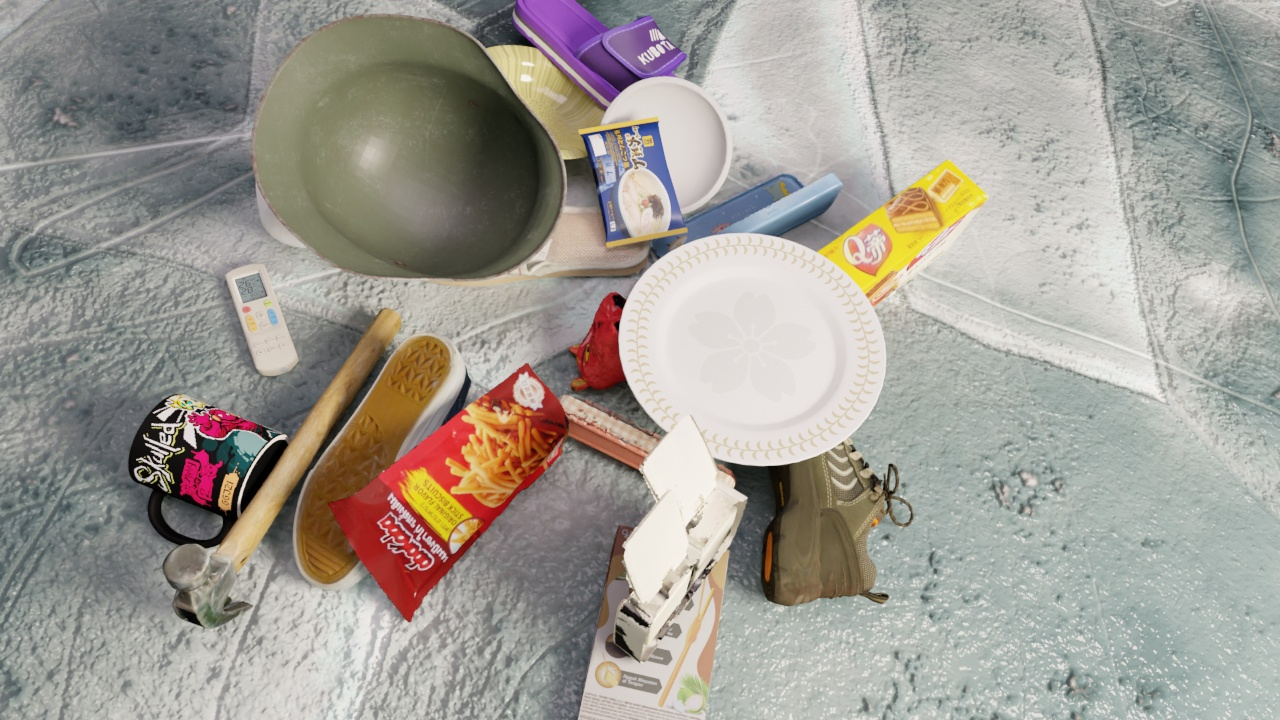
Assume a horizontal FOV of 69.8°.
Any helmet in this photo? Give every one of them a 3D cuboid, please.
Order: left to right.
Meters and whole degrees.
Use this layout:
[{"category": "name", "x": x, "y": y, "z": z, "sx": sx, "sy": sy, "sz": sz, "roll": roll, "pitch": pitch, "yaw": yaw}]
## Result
[{"category": "helmet", "x": -0.194, "y": -0.170, "z": 0.846, "sx": 0.268, "sy": 0.154, "sz": 0.227, "roll": 24, "pitch": 87, "yaw": 2}]

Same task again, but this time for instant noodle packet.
[{"category": "instant noodle packet", "x": -0.008, "y": -0.189, "z": 0.966, "sx": 0.087, "sy": 0.026, "sz": 0.134, "roll": -12, "pitch": 79, "yaw": -9}]

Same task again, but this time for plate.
[{"category": "plate", "x": -0.118, "y": -0.280, "z": 1.036, "sx": 0.184, "sy": 0.036, "sz": 0.184, "roll": 12, "pitch": 51, "yaw": -15}, {"category": "plate", "x": 0.101, "y": -0.014, "z": 0.837, "sx": 0.242, "sy": 0.016, "sz": 0.242, "roll": 1, "pitch": 61, "yaw": -2}]

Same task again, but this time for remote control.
[{"category": "remote control", "x": -0.366, "y": -0.041, "z": 0.886, "sx": 0.038, "sy": 0.018, "sz": 0.125, "roll": -20, "pitch": 65, "yaw": -19}]

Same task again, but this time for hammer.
[{"category": "hammer", "x": -0.291, "y": 0.077, "z": 0.791, "sx": 0.033, "sy": 0.132, "sz": 0.329, "roll": 19, "pitch": 50, "yaw": 3}]

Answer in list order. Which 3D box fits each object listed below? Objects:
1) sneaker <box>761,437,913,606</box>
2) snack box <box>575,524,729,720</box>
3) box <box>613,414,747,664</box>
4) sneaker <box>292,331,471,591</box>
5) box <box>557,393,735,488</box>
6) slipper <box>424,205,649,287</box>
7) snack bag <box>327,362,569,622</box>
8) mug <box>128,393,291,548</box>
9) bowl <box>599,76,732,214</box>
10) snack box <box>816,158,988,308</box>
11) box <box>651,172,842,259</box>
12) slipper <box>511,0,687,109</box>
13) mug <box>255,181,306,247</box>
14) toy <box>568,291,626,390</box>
[{"category": "sneaker", "x": 0.192, "y": 0.110, "z": 0.839, "sx": 0.143, "sy": 0.101, "sz": 0.237, "roll": 7, "pitch": 65, "yaw": 0}, {"category": "snack box", "x": 0.011, "y": 0.242, "z": 0.778, "sx": 0.101, "sy": 0.032, "sz": 0.185, "roll": 13, "pitch": 60, "yaw": -1}, {"category": "box", "x": 0.026, "y": 0.142, "z": 0.715, "sx": 0.058, "sy": 0.188, "sz": 0.144, "roll": 27, "pitch": 56, "yaw": 25}, {"category": "sneaker", "x": -0.222, "y": 0.089, "z": 0.808, "sx": 0.087, "sy": 0.079, "sz": 0.235, "roll": 22, "pitch": 77, "yaw": 16}, {"category": "box", "x": 0.004, "y": 0.079, "z": 0.856, "sx": 0.187, "sy": 0.057, "sz": 0.070, "roll": 26, "pitch": 28, "yaw": 4}, {"category": "slipper", "x": -0.117, "y": -0.127, "z": 0.953, "sx": 0.262, "sy": 0.052, "sz": 0.115, "roll": -2, "pitch": 60, "yaw": -10}, {"category": "snack bag", "x": -0.154, "y": 0.105, "z": 0.785, "sx": 0.067, "sy": 0.139, "sz": 0.207, "roll": 24, "pitch": 54, "yaw": 41}, {"category": "mug", "x": -0.370, "y": 0.100, "z": 0.779, "sx": 0.098, "sy": 0.082, "sz": 0.118, "roll": 21, "pitch": 88, "yaw": 3}, {"category": "bowl", "x": 0.024, "y": -0.234, "z": 1.016, "sx": 0.149, "sy": 0.043, "sz": 0.149, "roll": -1, "pitch": 98, "yaw": -8}, {"category": "snack box", "x": 0.255, "y": -0.112, "z": 0.968, "sx": 0.229, "sy": 0.110, "sz": 0.061, "roll": -35, "pitch": 72, "yaw": -24}, {"category": "box", "x": 0.116, "y": -0.160, "z": 0.996, "sx": 0.208, "sy": 0.073, "sz": 0.085, "roll": -29, "pitch": 65, "yaw": -22}, {"category": "slipper", "x": -0.028, "y": -0.366, "z": 1.058, "sx": 0.266, "sy": 0.084, "sz": 0.107, "roll": 40, "pitch": 49, "yaw": 8}, {"category": "mug", "x": -0.322, "y": -0.164, "z": 0.919, "sx": 0.115, "sy": 0.094, "sz": 0.068, "roll": -7, "pitch": 64, "yaw": -21}, {"category": "toy", "x": -0.005, "y": 0.005, "z": 0.903, "sx": 0.133, "sy": 0.094, "sz": 0.088, "roll": 34, "pitch": 29, "yaw": -18}]
